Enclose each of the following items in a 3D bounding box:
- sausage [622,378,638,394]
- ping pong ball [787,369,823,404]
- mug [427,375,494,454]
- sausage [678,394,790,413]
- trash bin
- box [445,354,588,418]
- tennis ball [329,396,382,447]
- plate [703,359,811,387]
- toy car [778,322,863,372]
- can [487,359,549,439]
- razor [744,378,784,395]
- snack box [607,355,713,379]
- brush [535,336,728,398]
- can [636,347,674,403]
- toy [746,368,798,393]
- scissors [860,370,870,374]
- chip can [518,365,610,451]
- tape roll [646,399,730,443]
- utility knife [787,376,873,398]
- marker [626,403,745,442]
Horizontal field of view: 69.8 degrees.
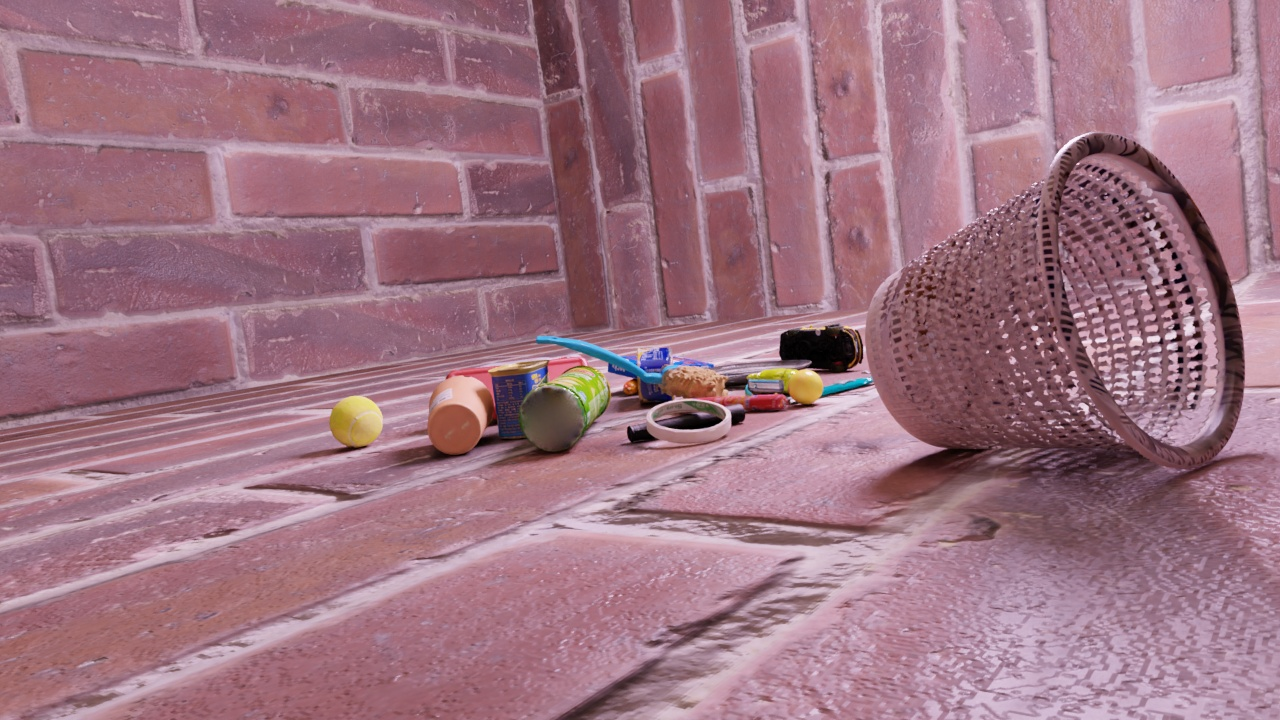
[{"bbox_3d":[0.001,0.034,1.436,0.021,0.021,0.165,-6,5,15],"label":"sausage"},{"bbox_3d":[0.191,0.031,1.060,0.040,0.040,0.040,-7,5,0],"label":"ping pong ball"},{"bbox_3d":[-0.209,0.065,1.054,0.078,0.078,0.123,-7,9,-6],"label":"mug"},{"bbox_3d":[0.103,0.051,1.076,0.156,0.020,0.020,-4,5,32],"label":"sausage"},{"bbox_3d":[0.283,-0.023,0.670,0.227,0.227,0.193,-10,-7,-35],"label":"trash bin"},{"bbox_3d":[-0.169,0.049,1.280,0.201,0.095,0.099,-7,-31,-15],"label":"box"},{"bbox_3d":[-0.360,0.077,1.160,0.065,0.065,0.065,-7,5,0],"label":"tennis ball"},{"bbox_3d":[0.164,0.021,1.359,0.179,0.024,0.179,-6,3,0],"label":"plate"},{"bbox_3d":[0.270,-0.020,1.389,0.041,0.071,0.156,-12,6,-34],"label":"toy car"},{"bbox_3d":[-0.141,0.046,1.107,0.057,0.083,0.102,-6,4,9],"label":"can"},{"bbox_3d":[0.143,0.037,1.125,0.043,0.028,0.132,-1,-2,-2],"label":"razor"},{"bbox_3d":[0.033,0.011,1.440,0.085,0.026,0.156,13,10,44],"label":"snack box"},{"bbox_3d":[-0.007,0.007,1.147,0.254,0.046,0.083,17,10,-7],"label":"brush"},{"bbox_3d":[0.021,0.019,1.270,0.049,0.074,0.148,-3,5,1],"label":"can"},{"bbox_3d":[0.183,0.026,1.175,0.097,0.031,0.100,5,-2,12],"label":"toy"},{"bbox_3d":[0.353,0.017,1.154,0.141,0.012,0.170,-6,6,6],"label":"scissors"},{"bbox_3d":[-0.081,0.050,1.033,0.072,0.072,0.221,-7,4,5],"label":"chip can"},{"bbox_3d":[0.048,0.061,0.928,0.086,0.014,0.085,-2,20,1],"label":"tape roll"},{"bbox_3d":[0.237,0.034,1.129,0.164,0.013,0.029,-10,3,-39],"label":"utility knife"},{"bbox_3d":[0.050,0.066,0.966,0.131,0.020,0.022,-9,-5,-21],"label":"marker"}]
